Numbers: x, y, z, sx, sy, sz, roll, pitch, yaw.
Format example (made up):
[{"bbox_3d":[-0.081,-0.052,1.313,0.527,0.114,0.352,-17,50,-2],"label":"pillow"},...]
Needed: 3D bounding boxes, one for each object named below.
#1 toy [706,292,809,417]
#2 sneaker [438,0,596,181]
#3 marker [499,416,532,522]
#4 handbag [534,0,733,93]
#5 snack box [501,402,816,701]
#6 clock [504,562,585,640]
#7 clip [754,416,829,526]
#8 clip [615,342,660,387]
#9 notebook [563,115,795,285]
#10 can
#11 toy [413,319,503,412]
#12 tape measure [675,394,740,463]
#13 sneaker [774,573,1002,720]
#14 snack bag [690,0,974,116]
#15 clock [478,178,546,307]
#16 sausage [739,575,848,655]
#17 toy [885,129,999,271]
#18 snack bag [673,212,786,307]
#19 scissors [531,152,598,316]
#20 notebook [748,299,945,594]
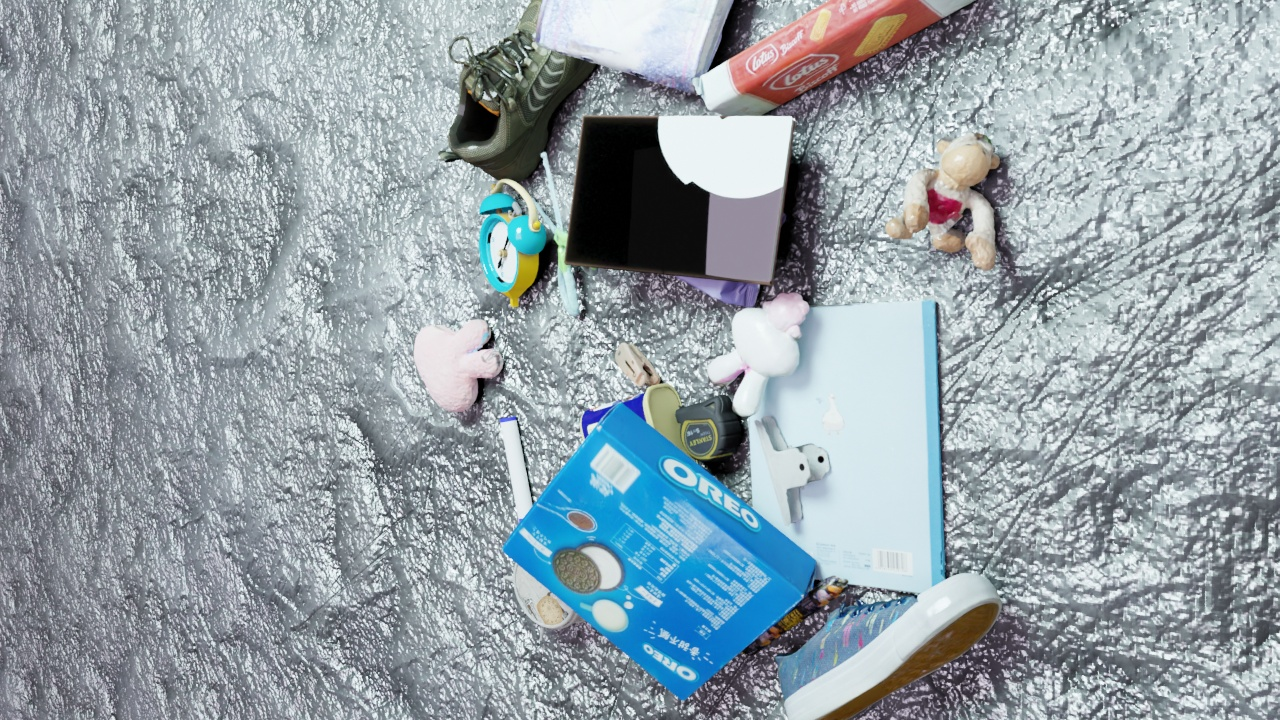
[{"bbox_3d":[0.109,-0.010,0.829,0.123,0.038,0.079,-56,51,26],"label":"toy"},{"bbox_3d":[-0.136,-0.292,0.912,0.101,0.142,0.238,43,117,24],"label":"sneaker"},{"bbox_3d":[-0.136,0.134,1.037,0.020,0.020,0.141,-12,89,35],"label":"marker"},{"bbox_3d":[-0.003,-0.322,0.831,0.158,0.069,0.126,20,93,8],"label":"handbag"},{"bbox_3d":[0.012,0.185,0.864,0.239,0.056,0.196,39,122,2],"label":"snack box"},{"bbox_3d":[-0.080,0.227,0.982,0.157,0.061,0.103,-45,70,32],"label":"clock"},{"bbox_3d":[0.143,0.095,0.830,0.056,0.045,0.101,-20,84,42],"label":"clip"},{"bbox_3d":[-0.001,0.006,0.929,0.052,0.058,0.026,22,114,-11],"label":"clip"},{"bbox_3d":[0.029,-0.147,0.820,0.209,0.008,0.141,9,93,29],"label":"notebook"},{"bbox_3d":[-0.002,0.091,0.916,0.092,0.056,0.116,-19,85,36],"label":"can"},{"bbox_3d":[-0.208,0.001,1.055,0.105,0.053,0.108,-26,80,23],"label":"toy"},{"bbox_3d":[0.067,0.067,0.878,0.062,0.034,0.061,-18,81,47],"label":"tape measure"},{"bbox_3d":[0.204,0.237,0.787,0.236,0.087,0.079,-49,47,33],"label":"sneaker"},{"bbox_3d":[0.156,-0.263,0.752,0.226,0.077,0.041,-23,79,34],"label":"snack bag"},{"bbox_3d":[-0.141,-0.129,0.986,0.099,0.043,0.130,43,132,37],"label":"clock"},{"bbox_3d":[0.138,0.238,0.851,0.156,0.020,0.020,-48,69,34],"label":"sausage"},{"bbox_3d":[0.250,-0.130,0.715,0.085,0.074,0.106,24,88,-2],"label":"toy"},{"bbox_3d":[0.037,-0.134,0.864,0.205,0.058,0.096,31,115,25],"label":"snack bag"},{"bbox_3d":[-0.082,-0.123,0.941,0.171,0.023,0.172,-126,23,-47],"label":"scissors"},{"bbox_3d":[0.178,0.076,0.817,0.181,0.009,0.253,0,95,35],"label":"notebook"}]
